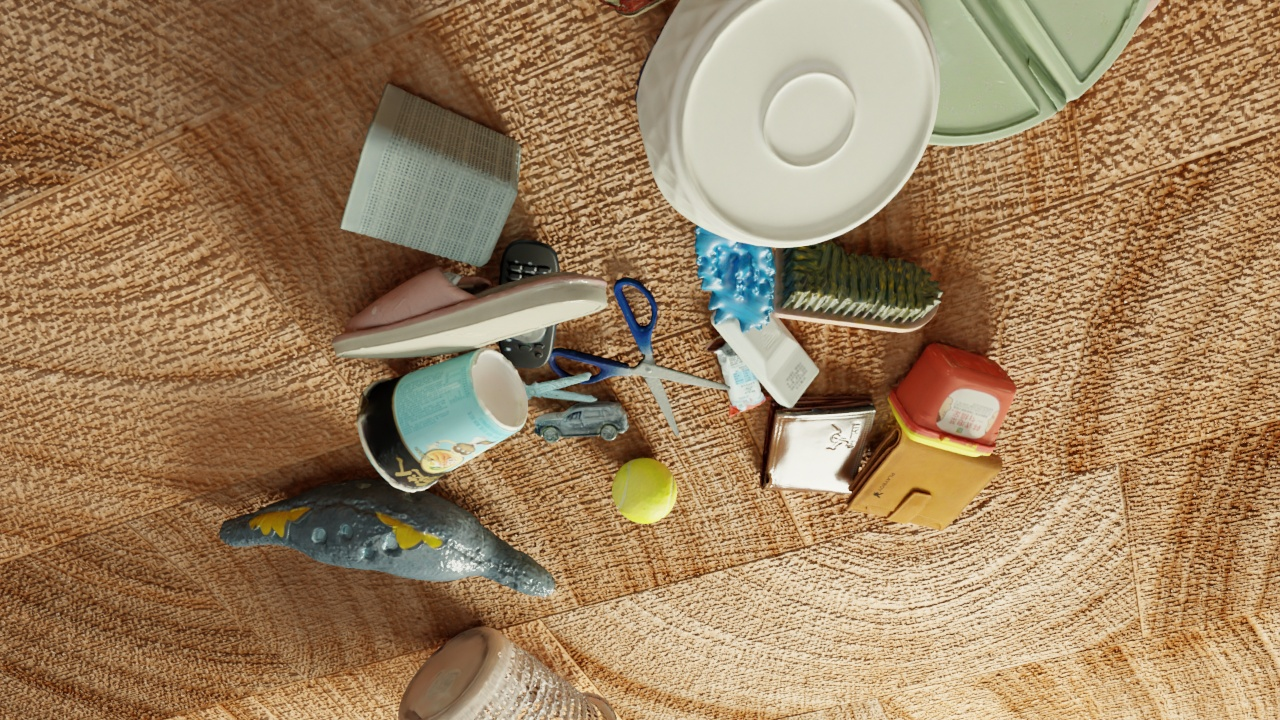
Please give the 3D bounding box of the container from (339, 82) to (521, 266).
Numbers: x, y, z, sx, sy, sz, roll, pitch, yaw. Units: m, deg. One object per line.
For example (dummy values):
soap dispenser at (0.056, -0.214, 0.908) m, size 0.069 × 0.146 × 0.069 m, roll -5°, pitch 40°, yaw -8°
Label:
container at (-0.154, -0.136, 0.690) m, size 0.111 × 0.090 × 0.090 m, roll 17°, pitch 127°, yaw -17°

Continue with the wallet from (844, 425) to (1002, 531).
wallet at (0.282, 0.121, 0.922) m, size 0.131 × 0.031 × 0.108 m, roll 17°, pitch 122°, yaw -23°

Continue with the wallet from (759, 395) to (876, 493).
wallet at (0.174, 0.086, 0.906) m, size 0.101 × 0.032 × 0.125 m, roll -1°, pitch 131°, yaw -3°

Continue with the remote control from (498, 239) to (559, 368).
remote control at (-0.097, -0.051, 0.798) m, size 0.053 × 0.024 × 0.137 m, roll 7°, pitch 130°, yaw -4°

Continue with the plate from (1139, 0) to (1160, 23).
plate at (0.261, -0.286, 0.607) m, size 0.229 × 0.028 × 0.230 m, roll 0°, pitch 129°, yaw 0°

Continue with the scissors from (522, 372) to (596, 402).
scissors at (-0.107, 0.021, 0.854) m, size 0.138 × 0.017 × 0.093 m, roll -15°, pitch 122°, yaw 21°

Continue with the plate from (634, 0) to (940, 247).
plate at (0.103, -0.162, 0.596) m, size 0.204 × 0.045 × 0.205 m, roll -7°, pitch 123°, yaw -11°

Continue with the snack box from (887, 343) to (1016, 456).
snack box at (0.287, 0.035, 0.836) m, size 0.091 × 0.082 × 0.080 m, roll 15°, pitch 117°, yaw -13°

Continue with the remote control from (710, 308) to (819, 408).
remote control at (0.112, -0.013, 0.815) m, size 0.049 × 0.024 × 0.125 m, roll -51°, pitch 122°, yaw -12°

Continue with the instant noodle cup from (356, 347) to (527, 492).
instant noodle cup at (-0.169, 0.046, 0.813) m, size 0.121 × 0.111 × 0.111 m, roll -24°, pitch 125°, yaw 24°

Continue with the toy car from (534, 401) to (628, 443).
toy car at (-0.057, 0.058, 0.876) m, size 0.090 × 0.043 × 0.034 m, roll -4°, pitch 102°, yaw -1°

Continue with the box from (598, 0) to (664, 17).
box at (0.037, -0.286, 0.556) m, size 0.169 × 0.076 × 0.091 m, roll -23°, pitch 98°, yaw 18°

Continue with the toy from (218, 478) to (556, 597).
toy at (-0.255, 0.183, 0.946) m, size 0.356 × 0.091 × 0.138 m, roll 12°, pitch 140°, yaw -7°

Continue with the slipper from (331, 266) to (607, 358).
slipper at (-0.145, -0.042, 0.736) m, size 0.275 × 0.054 × 0.114 m, roll -11°, pitch 173°, yaw 35°

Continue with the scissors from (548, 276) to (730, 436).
scissors at (-0.004, 0.001, 0.834) m, size 0.162 × 0.012 × 0.176 m, roll -6°, pitch 121°, yaw 13°

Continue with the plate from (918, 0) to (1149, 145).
plate at (0.227, -0.244, 0.605) m, size 0.230 × 0.027 × 0.231 m, roll 1°, pitch 128°, yaw 1°

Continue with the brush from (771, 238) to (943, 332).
brush at (0.181, -0.056, 0.776) m, size 0.145 × 0.063 × 0.073 m, roll 7°, pitch 158°, yaw -9°

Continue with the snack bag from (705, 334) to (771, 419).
snack bag at (0.091, 0.012, 0.847) m, size 0.048 × 0.026 × 0.104 m, roll -27°, pitch 126°, yaw -4°

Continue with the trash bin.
trash bin at (-0.170, 0.433, 1.085) m, size 0.228 × 0.227 × 0.192 m, roll -29°, pitch 111°, yaw 21°

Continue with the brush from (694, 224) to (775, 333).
brush at (0.065, -0.166, 0.673) m, size 0.060 × 0.109 × 0.315 m, roll -1°, pitch 137°, yaw 11°

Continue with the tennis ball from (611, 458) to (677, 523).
tennis ball at (0.004, 0.130, 0.917) m, size 0.065 × 0.065 × 0.066 m, roll 0°, pitch 129°, yaw 0°
